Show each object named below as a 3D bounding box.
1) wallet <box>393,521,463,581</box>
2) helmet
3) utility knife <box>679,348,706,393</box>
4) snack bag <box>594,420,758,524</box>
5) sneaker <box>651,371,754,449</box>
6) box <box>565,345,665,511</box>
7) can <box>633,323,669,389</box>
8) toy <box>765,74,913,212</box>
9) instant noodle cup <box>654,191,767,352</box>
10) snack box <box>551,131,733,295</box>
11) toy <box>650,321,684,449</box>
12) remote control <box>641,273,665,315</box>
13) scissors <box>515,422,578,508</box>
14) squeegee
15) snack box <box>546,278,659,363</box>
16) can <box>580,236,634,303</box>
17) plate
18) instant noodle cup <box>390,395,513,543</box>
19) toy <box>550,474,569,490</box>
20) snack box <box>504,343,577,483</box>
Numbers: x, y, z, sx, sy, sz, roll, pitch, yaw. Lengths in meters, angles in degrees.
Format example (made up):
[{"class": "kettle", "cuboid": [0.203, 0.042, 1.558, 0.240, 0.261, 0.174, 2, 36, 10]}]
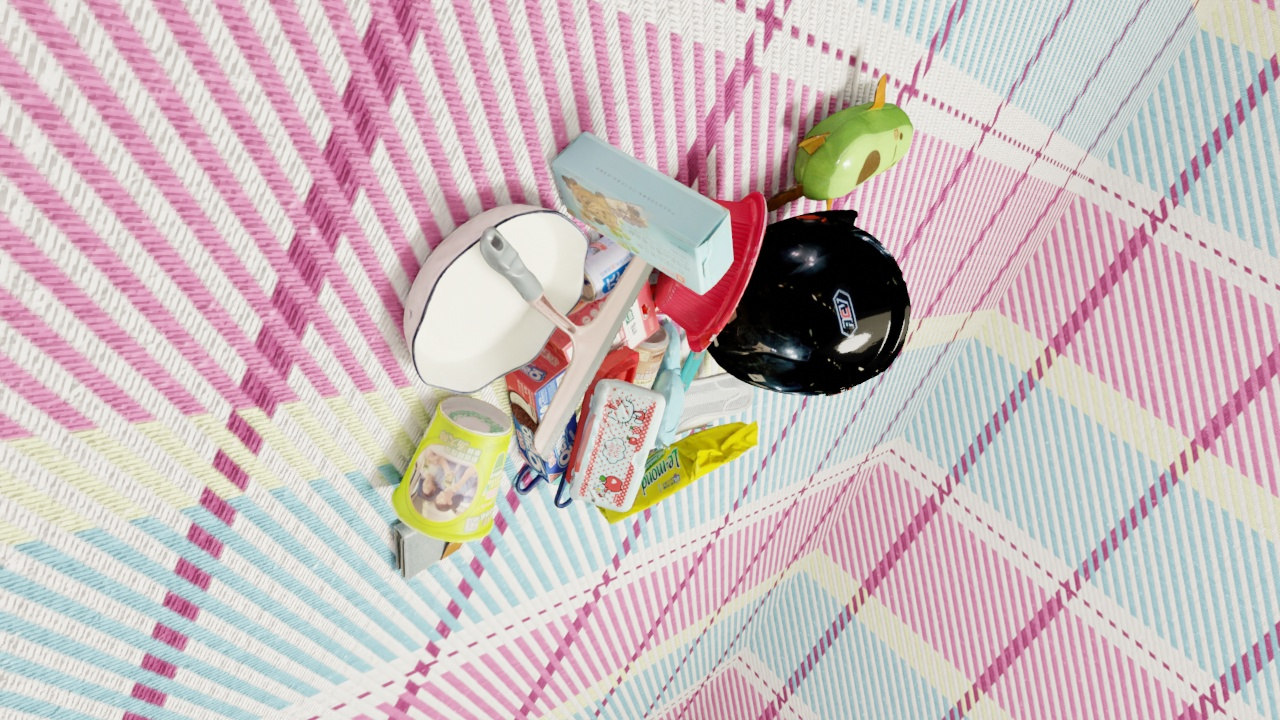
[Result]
[{"class": "wallet", "cuboid": [-0.230, 0.201, 1.092, 0.129, 0.037, 0.107, -30, 149, -35]}, {"class": "helmet", "cuboid": [0.207, -0.066, 1.174, 0.229, 0.275, 0.233, -16, 99, -22]}, {"class": "utility knife", "cuboid": [0.086, -0.029, 1.264, 0.029, 0.013, 0.187, 26, 87, -43]}, {"class": "snack bag", "cuboid": [0.049, 0.160, 1.366, 0.157, 0.068, 0.247, -21, 171, -46]}, {"class": "sneaker", "cuboid": [0.042, 0.068, 1.313, 0.241, 0.089, 0.091, -15, -177, -28]}, {"class": "box", "cuboid": [-0.025, 0.093, 1.076, 0.095, 0.098, 0.202, -35, 151, -43]}, {"class": "can", "cuboid": [-0.007, 0.007, 1.156, 0.058, 0.058, 0.117, -24, 146, -43]}, {"class": "toy", "cuboid": [0.267, -0.268, 1.184, 0.246, 0.090, 0.228, -29, 155, -32]}, {"class": "instant noodle cup", "cuboid": [0.070, -0.109, 1.031, 0.194, 0.066, 0.194, -160, -89, -77]}, {"class": "snack box", "cuboid": [0.002, -0.134, 0.833, 0.051, 0.175, 0.074, -48, 155, -17]}, {"class": "toy", "cuboid": [0.034, 0.041, 1.202, 0.162, 0.050, 0.156, 96, 0, -47]}, {"class": "remote control", "cuboid": [0.032, -0.080, 1.143, 0.135, 0.020, 0.056, -3, 128, -57]}, {"class": "scissors", "cuboid": [-0.093, 0.126, 1.203, 0.162, 0.012, 0.163, -27, 127, -19]}, {"class": "squeegee", "cuboid": [-0.091, -0.059, 0.841, 0.247, 0.040, 0.249, -61, 151, -11]}, {"class": "snack box", "cuboid": [-0.044, -0.038, 1.048, 0.127, 0.044, 0.113, -41, 154, -14]}, {"class": "can", "cuboid": [-0.016, -0.115, 0.974, 0.134, 0.053, 0.053, -36, 152, -26]}, {"class": "plate", "cuboid": [-0.137, -0.061, 0.862, 0.204, 0.045, 0.205, -37, 152, -24]}, {"class": "instant noodle cup", "cuboid": [-0.188, 0.107, 0.955, 0.111, 0.112, 0.124, -7, 125, -56]}, {"class": "toy", "cuboid": [-0.092, 0.138, 1.239, 0.092, 0.030, 0.096, -54, 144, 7]}, {"class": "snack box", "cuboid": [-0.111, 0.065, 1.068, 0.057, 0.058, 0.208, -39, 153, -24]}]
